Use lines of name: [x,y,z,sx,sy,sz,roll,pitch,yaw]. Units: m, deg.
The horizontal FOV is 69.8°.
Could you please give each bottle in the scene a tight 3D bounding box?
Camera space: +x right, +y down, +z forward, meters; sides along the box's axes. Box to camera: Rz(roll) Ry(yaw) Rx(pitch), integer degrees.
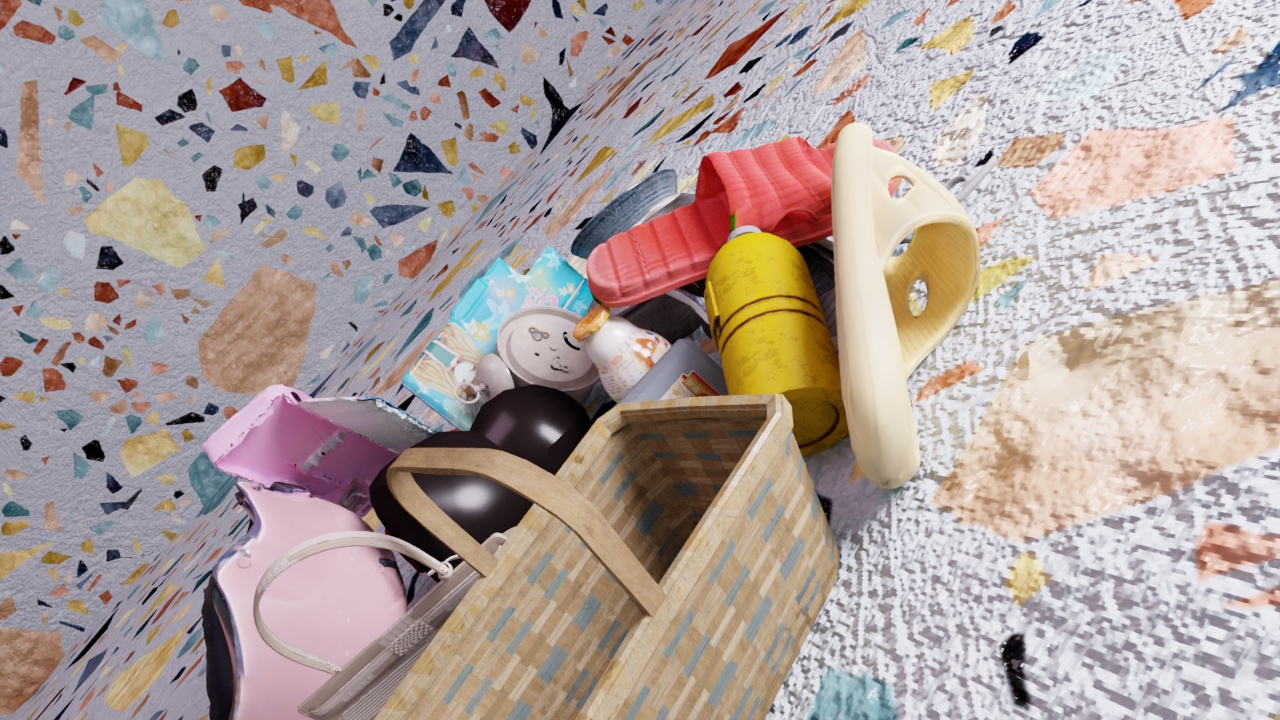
bottle: [0.080,-0.023,0.584,0.071,0.071,0.163,-35,42,27]
bottle: [-0.004,0.004,0.719,0.063,0.109,0.063,-39,22,19]
bottle: [0.000,0.065,0.646,0.161,0.072,0.046,-46,14,-2]

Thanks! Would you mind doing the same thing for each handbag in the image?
handbag: [-0.127,0.159,0.526,0.176,0.198,0.062,-41,38,11]

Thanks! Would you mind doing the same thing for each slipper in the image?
slipper: [0.067,-0.117,0.680,0.249,0.059,0.103,-21,39,9]
slipper: [0.080,-0.058,0.711,0.111,0.063,0.264,-45,44,-10]
slipper: [0.155,-0.040,0.528,0.079,0.111,0.260,-5,44,16]

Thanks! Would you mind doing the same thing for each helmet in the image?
helmet: [-0.269,0.213,0.732,0.256,0.152,0.230,-178,93,-67]

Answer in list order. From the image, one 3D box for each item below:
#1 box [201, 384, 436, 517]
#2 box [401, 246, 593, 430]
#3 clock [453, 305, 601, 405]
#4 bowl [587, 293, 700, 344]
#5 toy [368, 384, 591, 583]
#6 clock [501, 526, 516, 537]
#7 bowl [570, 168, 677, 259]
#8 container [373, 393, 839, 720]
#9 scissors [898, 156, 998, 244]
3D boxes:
box: [-0.250,0.073,0.813,0.160,0.230,0.062,-21,67,6]
box: [-0.117,-0.003,0.925,0.085,0.170,0.226,10,53,31]
clock: [-0.104,0.011,0.850,0.156,0.103,0.061,-22,-30,-35]
bowl: [0.025,-0.065,0.856,0.145,0.067,0.144,-39,21,18]
toy: [-0.119,0.088,0.747,0.159,0.140,0.183,30,60,32]
clock: [-0.112,0.170,0.638,0.141,0.054,0.093,-46,-13,2]
bowl: [-0.001,-0.132,0.949,0.137,0.057,0.137,-37,-6,-5]
container: [-0.034,0.108,0.432,0.158,0.186,0.249,-7,40,52]
scissors: [0.186,-0.097,0.673,0.117,0.014,0.161,-58,23,-5]
